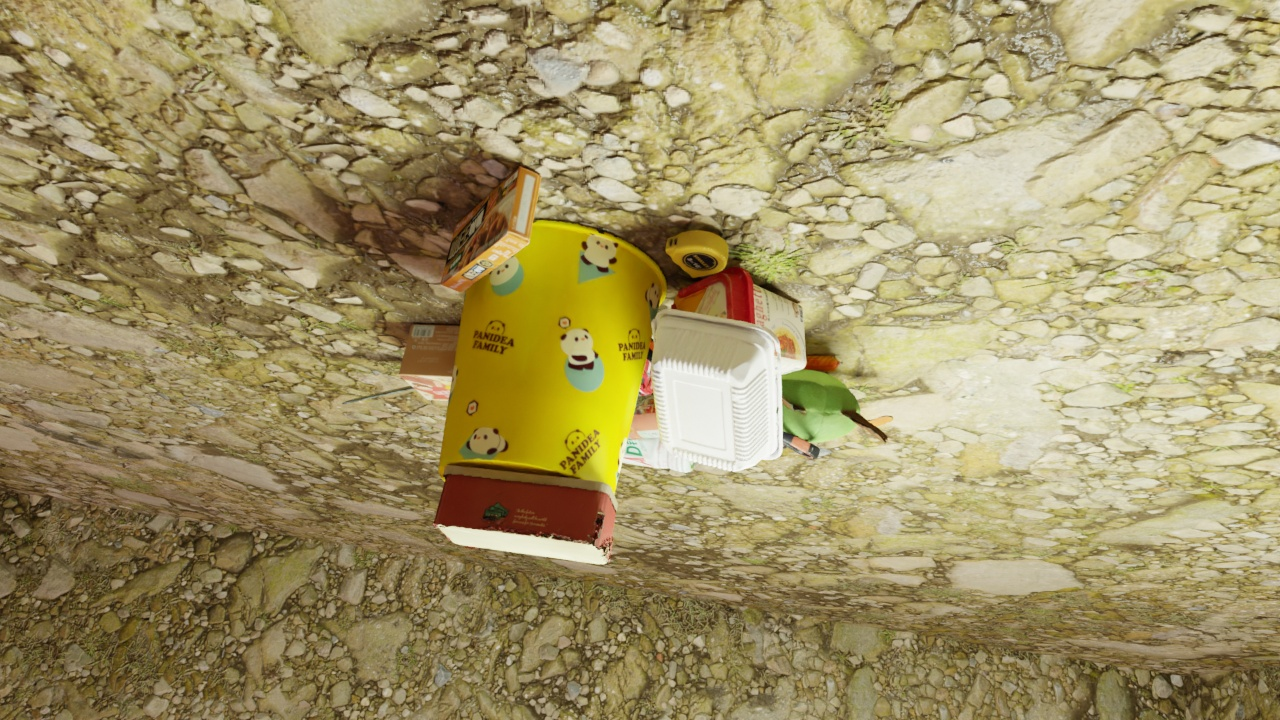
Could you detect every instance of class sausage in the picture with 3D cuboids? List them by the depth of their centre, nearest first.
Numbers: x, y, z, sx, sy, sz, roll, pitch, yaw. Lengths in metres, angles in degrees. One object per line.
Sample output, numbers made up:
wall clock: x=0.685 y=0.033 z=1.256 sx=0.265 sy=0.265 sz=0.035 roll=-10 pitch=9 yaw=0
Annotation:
sausage: x=0.172 y=0.004 z=1.161 sx=0.165 sy=0.021 sz=0.021 roll=1 pitch=156 yaw=19

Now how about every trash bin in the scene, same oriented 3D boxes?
trash bin: x=-0.100 y=0.016 z=0.992 sx=0.229 sy=0.254 sz=0.230 roll=7 pitch=157 yaw=3

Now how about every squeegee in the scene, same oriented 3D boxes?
squeegee: x=-0.299 y=0.059 z=1.448 sx=0.246 sy=0.039 sz=0.246 roll=-13 pitch=160 yaw=6

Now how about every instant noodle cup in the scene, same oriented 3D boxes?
instant noodle cup: x=0.071 y=0.041 z=0.932 sx=0.138 sy=0.060 sz=0.174 roll=12 pitch=133 yaw=24
instant noodle cup: x=0.111 y=-0.029 z=1.006 sx=0.124 sy=0.116 sz=0.117 roll=12 pitch=160 yaw=-37

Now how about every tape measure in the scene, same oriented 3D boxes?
tape measure: x=0.060 y=-0.111 z=0.923 sx=0.057 sy=0.028 sz=0.060 roll=-8 pitch=152 yaw=37

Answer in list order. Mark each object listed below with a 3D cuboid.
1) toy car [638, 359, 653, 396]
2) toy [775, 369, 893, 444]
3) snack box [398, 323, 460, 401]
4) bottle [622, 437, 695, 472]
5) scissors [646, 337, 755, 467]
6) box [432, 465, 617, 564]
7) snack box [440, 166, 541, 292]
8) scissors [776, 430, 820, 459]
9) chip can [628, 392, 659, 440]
toy car: x=-0.007 y=0.007 z=1.195 sx=0.045 sy=0.052 sz=0.120 roll=3 pitch=159 yaw=24
toy: x=0.205 y=0.059 z=1.137 sx=0.227 sy=0.090 sz=0.247 roll=15 pitch=176 yaw=-3
snack box: x=-0.260 y=0.005 z=1.252 sx=0.093 sy=0.077 sz=0.094 roll=2 pitch=157 yaw=15
bottle: x=-0.008 y=0.135 z=1.489 sx=0.197 sy=0.068 sz=0.068 roll=7 pitch=158 yaw=16
scissors: x=0.062 y=0.039 z=1.115 sx=0.224 sy=0.022 sz=0.220 roll=41 pitch=-163 yaw=0
box: x=-0.112 y=0.160 z=0.902 sx=0.168 sy=0.079 sz=0.091 roll=5 pitch=156 yaw=9
snack box: x=-0.149 y=-0.126 z=0.905 sx=0.026 sy=0.075 sz=0.154 roll=21 pitch=155 yaw=-29
scissors: x=0.111 y=0.066 z=1.057 sx=0.206 sy=0.015 sz=0.194 roll=22 pitch=173 yaw=9
chip can: x=0.074 y=0.073 z=1.296 sx=0.215 sy=0.071 sz=0.071 roll=-8 pitch=152 yaw=35
